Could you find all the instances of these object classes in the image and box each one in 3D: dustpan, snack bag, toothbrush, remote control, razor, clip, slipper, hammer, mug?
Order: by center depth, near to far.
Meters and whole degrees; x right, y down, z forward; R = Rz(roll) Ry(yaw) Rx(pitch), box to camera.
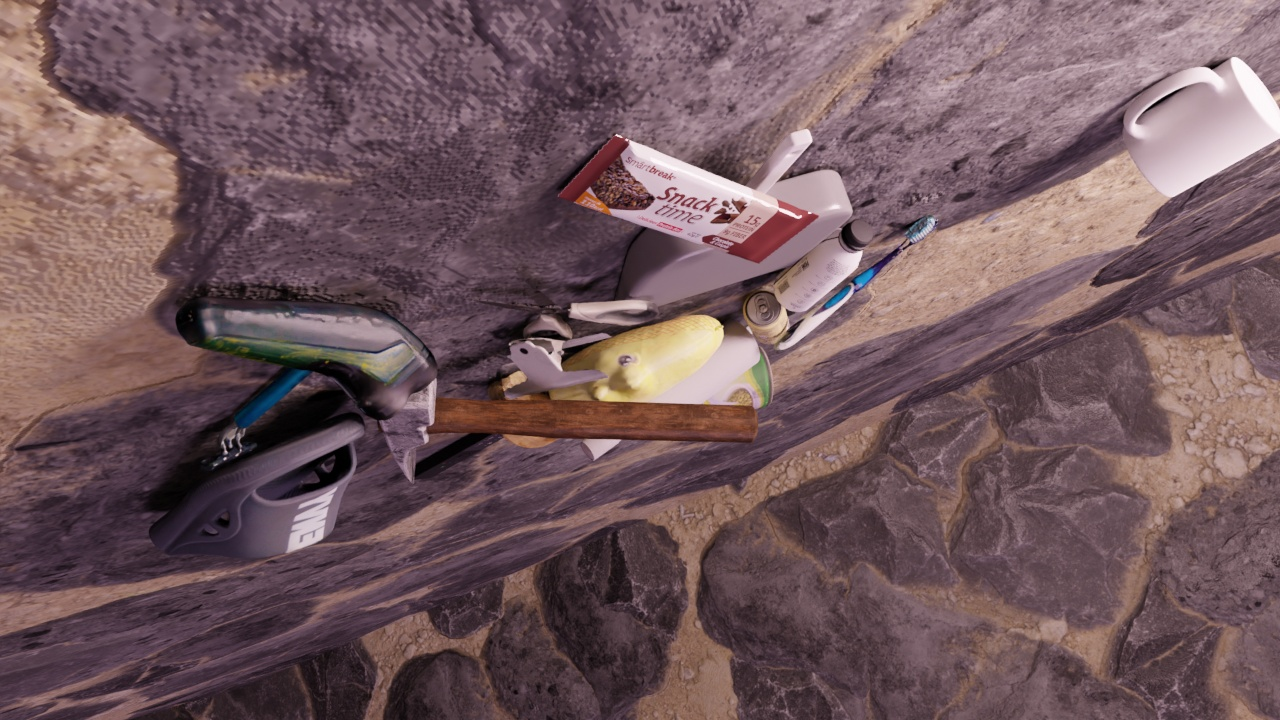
[{"bbox_3d":[-0.183,-0.003,0.517,0.054,0.067,0.151,-17,163,32],"label":"razor"},{"bbox_3d":[0.032,-0.089,0.535,0.157,0.013,0.057,13,143,-37],"label":"snack bag"},{"bbox_3d":[-0.259,0.033,0.629,0.144,0.022,0.042,-37,178,35],"label":"razor"},{"bbox_3d":[0.071,-0.093,0.637,0.163,0.033,0.258,-18,174,-12],"label":"dustpan"},{"bbox_3d":[-0.074,0.001,0.716,0.102,0.058,0.051,-13,-168,32],"label":"clip"},{"bbox_3d":[-0.304,0.123,0.730,0.269,0.083,0.110,-28,180,38],"label":"slipper"},{"bbox_3d":[0.446,-0.195,0.744,0.110,0.073,0.091,19,145,-29],"label":"mug"},{"bbox_3d":[-0.060,0.061,0.764,0.300,0.037,0.218,2,158,-8],"label":"hammer"},{"bbox_3d":[0.197,-0.071,0.854,0.189,0.016,0.017,-40,151,15],"label":"toothbrush"},{"bbox_3d":[-0.189,0.095,0.982,0.150,0.013,0.034,-29,164,27],"label":"remote control"}]

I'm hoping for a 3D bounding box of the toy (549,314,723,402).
[{"bbox_3d":[-0.005,0.005,0.810,0.171,0.064,0.154,-22,-175,16],"label":"toy"}]

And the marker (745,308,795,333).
[{"bbox_3d":[0.093,-0.022,0.969,0.152,0.011,0.011,-25,166,13],"label":"marker"}]

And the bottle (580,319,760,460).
[{"bbox_3d":[0.026,0.032,0.875,0.194,0.052,0.053,-34,172,-22],"label":"bottle"}]

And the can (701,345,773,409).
[{"bbox_3d":[0.070,0.025,0.954,0.121,0.067,0.067,-8,164,-11],"label":"can"}]

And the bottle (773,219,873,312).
[{"bbox_3d":[0.156,-0.082,0.774,0.041,0.041,0.116,-15,165,-26],"label":"bottle"}]

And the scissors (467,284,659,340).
[{"bbox_3d":[-0.054,-0.035,0.663,0.165,0.012,0.158,-4,167,-19],"label":"scissors"}]

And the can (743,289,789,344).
[{"bbox_3d":[0.121,-0.041,0.880,0.038,0.038,0.079,-24,166,8],"label":"can"}]

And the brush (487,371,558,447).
[{"bbox_3d":[-0.104,0.050,0.877,0.059,0.043,0.195,-23,165,1],"label":"brush"}]
